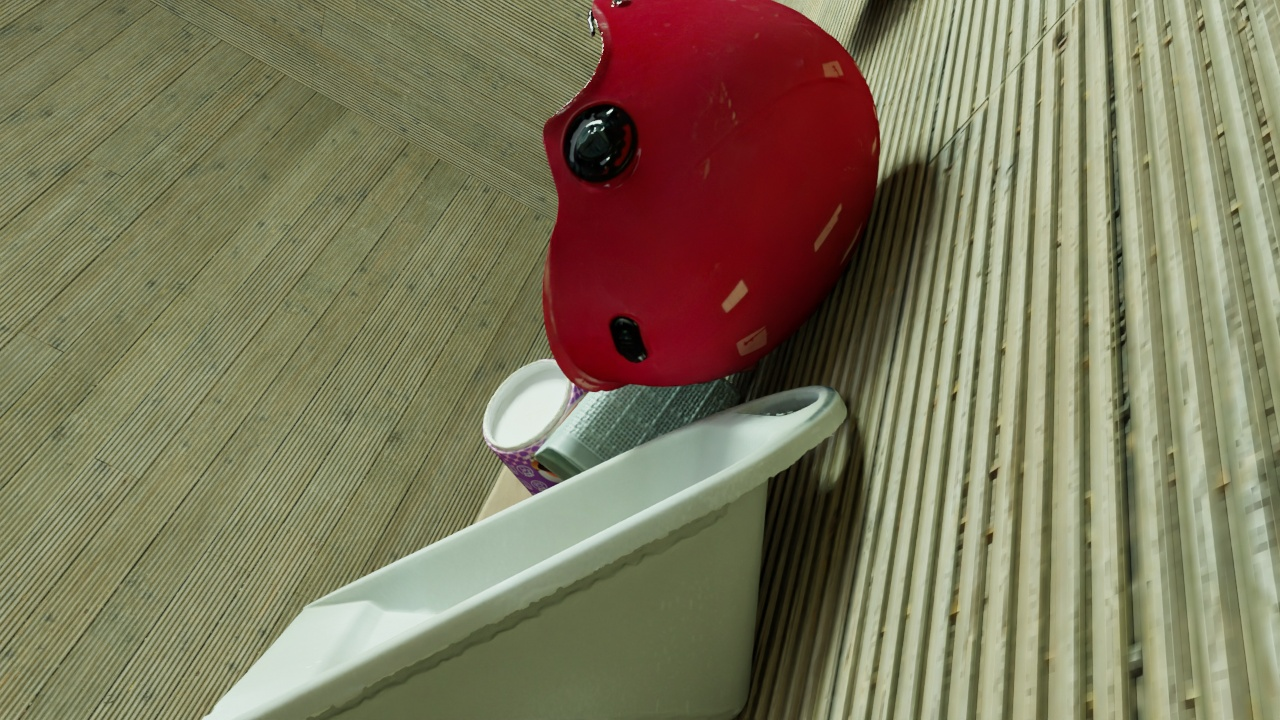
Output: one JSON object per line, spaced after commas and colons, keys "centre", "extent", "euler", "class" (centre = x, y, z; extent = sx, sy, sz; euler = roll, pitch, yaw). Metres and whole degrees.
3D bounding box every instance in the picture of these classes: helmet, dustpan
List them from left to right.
{"centre": [-0.039, 0.074, 0.425], "extent": [0.223, 0.257, 0.142], "euler": [165, 109, -81], "class": "dustpan"}
{"centre": [0.052, -0.089, 0.512], "extent": [0.207, 0.144, 0.239], "euler": [35, -112, -57], "class": "helmet"}

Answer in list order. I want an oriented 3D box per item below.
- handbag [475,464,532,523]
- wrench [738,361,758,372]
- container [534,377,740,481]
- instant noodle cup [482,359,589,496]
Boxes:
{"centre": [-0.098, 0.172, 0.852], "extent": [0.148, 0.100, 0.204], "euler": [76, -146, -59], "class": "handbag"}
{"centre": [0.063, -0.061, 0.727], "extent": [0.273, 0.056, 0.016], "euler": [-95, 3, -60], "class": "wrench"}
{"centre": [0.000, 0.046, 0.625], "extent": [0.111, 0.090, 0.090], "euler": [-53, 5, -17], "class": "container"}
{"centre": [-0.061, 0.059, 0.711], "extent": [0.112, 0.099, 0.111], "euler": [-21, 46, 23], "class": "instant noodle cup"}
